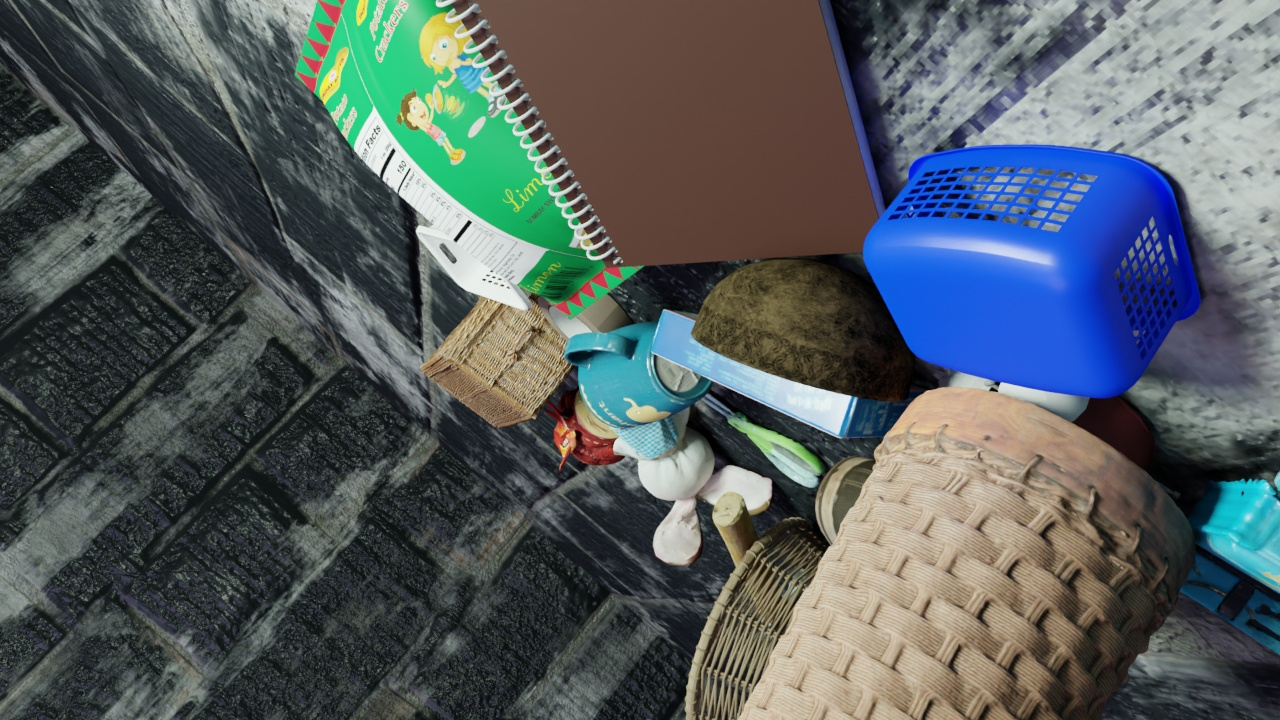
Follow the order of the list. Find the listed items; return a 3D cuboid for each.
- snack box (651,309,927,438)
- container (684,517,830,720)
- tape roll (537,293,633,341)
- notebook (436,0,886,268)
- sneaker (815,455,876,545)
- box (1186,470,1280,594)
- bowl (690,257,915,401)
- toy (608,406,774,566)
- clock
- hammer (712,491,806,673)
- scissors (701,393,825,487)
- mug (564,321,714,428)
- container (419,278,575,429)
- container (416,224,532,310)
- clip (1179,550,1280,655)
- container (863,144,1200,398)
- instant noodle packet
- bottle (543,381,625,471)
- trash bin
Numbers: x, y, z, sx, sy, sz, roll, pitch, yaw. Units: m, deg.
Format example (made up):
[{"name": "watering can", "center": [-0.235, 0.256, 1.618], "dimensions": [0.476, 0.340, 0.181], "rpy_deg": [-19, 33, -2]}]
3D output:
[{"name": "snack box", "center": [0.090, 0.007, 0.575], "dimensions": [0.154, 0.033, 0.087], "rpy_deg": [25, -166, 41]}, {"name": "container", "center": [0.184, 0.284, 0.822], "dimensions": [0.196, 0.226, 0.227], "rpy_deg": [21, 154, 33]}, {"name": "tape roll", "center": [-0.048, -0.036, 0.828], "dimensions": [0.094, 0.030, 0.094], "rpy_deg": [36, 162, 14]}, {"name": "notebook", "center": [0.009, -0.124, 0.424], "dimensions": [0.172, 0.022, 0.209], "rpy_deg": [0, 142, 29]}, {"name": "sneaker", "center": [0.233, 0.164, 0.642], "dimensions": [0.235, 0.095, 0.120], "rpy_deg": [54, 159, -17]}, {"name": "box", "center": [0.337, 0.105, 0.329], "dimensions": [0.227, 0.073, 0.181], "rpy_deg": [34, 162, 20]}, {"name": "bowl", "center": [0.093, -0.025, 0.494], "dimensions": [0.121, 0.056, 0.121], "rpy_deg": [15, -169, -3]}, {"name": "toy", "center": [0.016, 0.085, 0.892], "dimensions": [0.205, 0.131, 0.106], "rpy_deg": [52, 176, -15]}, {"name": "clock", "center": [0.204, 0.037, 0.467], "dimensions": [0.124, 0.044, 0.087], "rpy_deg": [45, 162, -12]}, {"name": "hammer", "center": [0.115, 0.214, 0.908], "dimensions": [0.033, 0.132, 0.331], "rpy_deg": [27, 159, 30]}, {"name": "scissors", "center": [0.085, 0.050, 0.795], "dimensions": [0.175, 0.033, 0.072], "rpy_deg": [32, 164, 15]}, {"name": "mug", "center": [-0.004, 0.004, 0.733], "dimensions": [0.112, 0.084, 0.104], "rpy_deg": [21, 163, -26]}, {"name": "container", "center": [-0.143, -0.006, 0.959], "dimensions": [0.112, 0.113, 0.199], "rpy_deg": [41, 164, -11]}, {"name": "container", "center": [-0.138, -0.099, 0.833], "dimensions": [0.129, 0.049, 0.081], "rpy_deg": [20, 153, 48]}, {"name": "clip", "center": [0.304, 0.121, 0.472], "dimensions": [0.127, 0.028, 0.113], "rpy_deg": [36, -174, 27]}, {"name": "container", "center": [0.154, -0.034, 0.379], "dimensions": [0.114, 0.058, 0.096], "rpy_deg": [17, 150, 52]}, {"name": "instant noodle packet", "center": [-0.097, -0.139, 0.570], "dimensions": [0.252, 0.090, 0.196], "rpy_deg": [42, 149, -12]}, {"name": "bottle", "center": [-0.050, 0.066, 0.972], "dimensions": [0.099, 0.098, 0.111], "rpy_deg": [40, 158, 4]}, {"name": "trash bin", "center": [0.135, 0.138, 0.430], "dimensions": [0.151, 0.209, 0.151], "rpy_deg": [36, 163, 13]}]
